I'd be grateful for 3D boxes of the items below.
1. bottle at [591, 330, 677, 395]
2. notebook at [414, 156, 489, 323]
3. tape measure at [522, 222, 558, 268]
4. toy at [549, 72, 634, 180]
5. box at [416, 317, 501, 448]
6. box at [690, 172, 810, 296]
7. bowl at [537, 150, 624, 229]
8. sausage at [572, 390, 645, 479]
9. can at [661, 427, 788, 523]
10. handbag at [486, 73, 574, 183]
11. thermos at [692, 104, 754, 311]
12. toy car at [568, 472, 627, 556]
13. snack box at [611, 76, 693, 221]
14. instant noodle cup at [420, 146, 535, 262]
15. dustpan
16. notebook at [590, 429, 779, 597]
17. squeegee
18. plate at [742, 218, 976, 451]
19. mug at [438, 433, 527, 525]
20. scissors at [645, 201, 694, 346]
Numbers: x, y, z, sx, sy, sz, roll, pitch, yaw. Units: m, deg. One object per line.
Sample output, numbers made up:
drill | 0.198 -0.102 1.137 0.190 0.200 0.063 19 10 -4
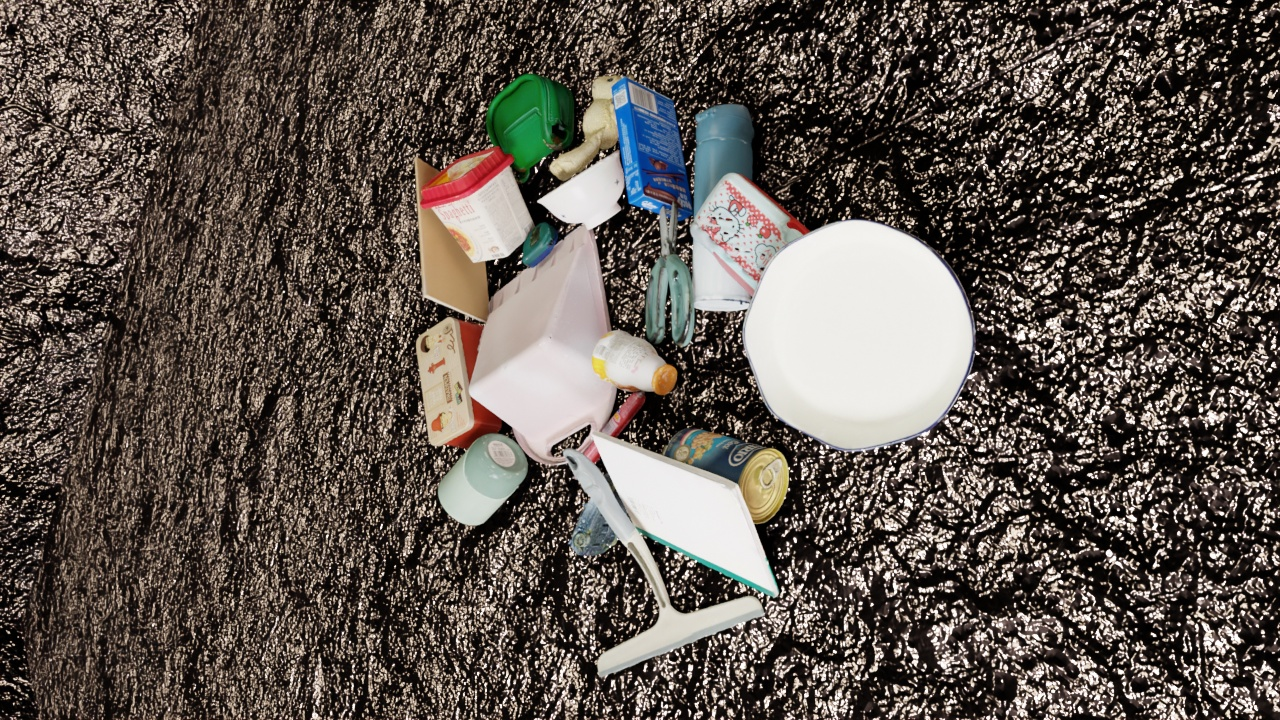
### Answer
bottle | -0.006 0.006 1.051 0.108 0.063 0.063 25 100 46
notebook | -0.263 -0.165 1.289 0.008 0.147 0.207 -16 71 23
tape measure | -0.136 -0.159 1.231 0.058 0.025 0.054 -37 39 28
toy | -0.057 -0.287 1.131 0.157 0.066 0.105 -59 15 -17
box | -0.248 0.034 1.278 0.092 0.079 0.168 -28 63 32
box | 0.135 -0.093 0.892 0.201 0.048 0.087 45 113 17
bowl | -0.061 -0.202 1.136 0.119 0.118 0.065 -20 107 42
sausage | -0.039 0.090 1.101 0.156 0.020 0.020 -51 51 26
can | 0.083 0.114 0.931 0.111 0.075 0.075 12 91 46
handbag | -0.149 -0.318 1.254 0.132 0.067 0.120 -26 66 40
thermos | 0.090 -0.164 0.982 0.070 0.070 0.220 -4 81 45
toy car | -0.042 0.174 1.062 0.037 0.054 0.121 41 111 40
snack box | 0.013 -0.244 1.062 0.026 0.084 0.157 -25 65 40
instant noodle cup | -0.214 -0.207 1.244 0.117 0.124 0.116 -4 35 40
dustpan | -0.112 -0.009 1.203 0.223 0.139 0.272 -30 34 40
notebook | 0.041 0.155 0.943 0.209 0.012 0.150 15 137 46
squeegee | -0.014 0.200 1.009 0.247 0.039 0.246 -34 84 35
plate | 0.195 -0.022 0.824 0.205 0.045 0.205 6 102 29
mug | -0.205 0.146 1.224 0.107 0.082 0.111 -48 21 29
scissors | 0.027 -0.083 1.026 0.178 0.019 0.173 123 142 -64
